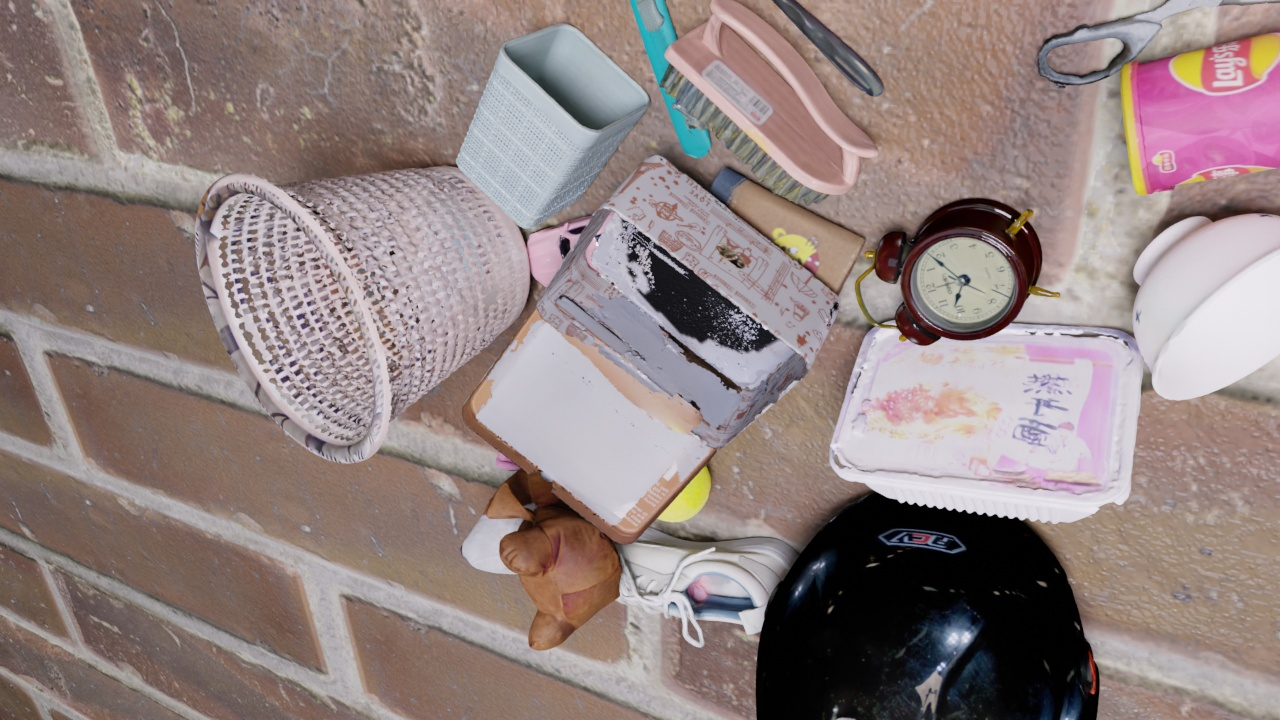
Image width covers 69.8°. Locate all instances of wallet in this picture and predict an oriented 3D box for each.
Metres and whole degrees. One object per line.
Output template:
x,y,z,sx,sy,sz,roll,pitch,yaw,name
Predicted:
0.092,-0.076,0.660,0.115,0.033,0.090,29,127,11,wallet

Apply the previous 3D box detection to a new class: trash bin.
-0.204,-0.060,0.734,0.228,0.191,0.228,21,126,32,trash bin

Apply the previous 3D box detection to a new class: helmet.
0.196,0.233,0.656,0.234,0.229,0.275,4,98,28,helmet

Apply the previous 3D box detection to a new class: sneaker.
0.021,0.204,0.822,0.243,0.090,0.089,-3,113,34,sneaker

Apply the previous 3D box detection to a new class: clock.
0.198,-0.053,0.590,0.122,0.055,0.082,-15,107,34,clock

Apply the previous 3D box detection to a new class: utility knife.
0.018,-0.213,0.638,0.029,0.012,0.151,-9,111,37,utility knife

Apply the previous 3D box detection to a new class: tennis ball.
0.027,0.104,0.779,0.065,0.065,0.066,15,123,24,tennis ball

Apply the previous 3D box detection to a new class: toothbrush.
0.088,-0.232,0.585,0.181,0.018,0.016,44,127,1,toothbrush

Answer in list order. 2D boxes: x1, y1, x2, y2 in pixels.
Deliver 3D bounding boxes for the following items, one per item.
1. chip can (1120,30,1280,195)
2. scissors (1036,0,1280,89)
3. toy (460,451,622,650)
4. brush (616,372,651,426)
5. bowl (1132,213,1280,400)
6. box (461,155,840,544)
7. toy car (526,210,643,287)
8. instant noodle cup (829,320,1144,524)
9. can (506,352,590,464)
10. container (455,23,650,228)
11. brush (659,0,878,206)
0.352,-0.134,0.439,0.211,0.071,0.071,-6,112,34,chip can
0.293,-0.198,0.478,0.156,0.014,0.169,45,130,1,scissors
-0.094,0.162,0.812,0.130,0.199,0.140,-14,114,-9,toy
-0.031,0.066,0.788,0.055,0.073,0.144,34,129,3,brush
0.318,-0.041,0.509,0.064,0.118,0.119,64,143,40,bowl
-0.005,0.005,0.681,0.178,0.105,0.261,38,136,-1,box
-0.045,-0.087,0.735,0.123,0.037,0.056,-9,109,36,toy car
0.222,0.043,0.593,0.174,0.137,0.060,5,141,29,instant noodle cup
-0.077,0.028,0.795,0.049,0.074,0.149,41,131,10,can
-0.068,-0.166,0.671,0.090,0.089,0.112,43,133,4,container
0.085,-0.163,0.593,0.145,0.063,0.073,44,140,2,brush
